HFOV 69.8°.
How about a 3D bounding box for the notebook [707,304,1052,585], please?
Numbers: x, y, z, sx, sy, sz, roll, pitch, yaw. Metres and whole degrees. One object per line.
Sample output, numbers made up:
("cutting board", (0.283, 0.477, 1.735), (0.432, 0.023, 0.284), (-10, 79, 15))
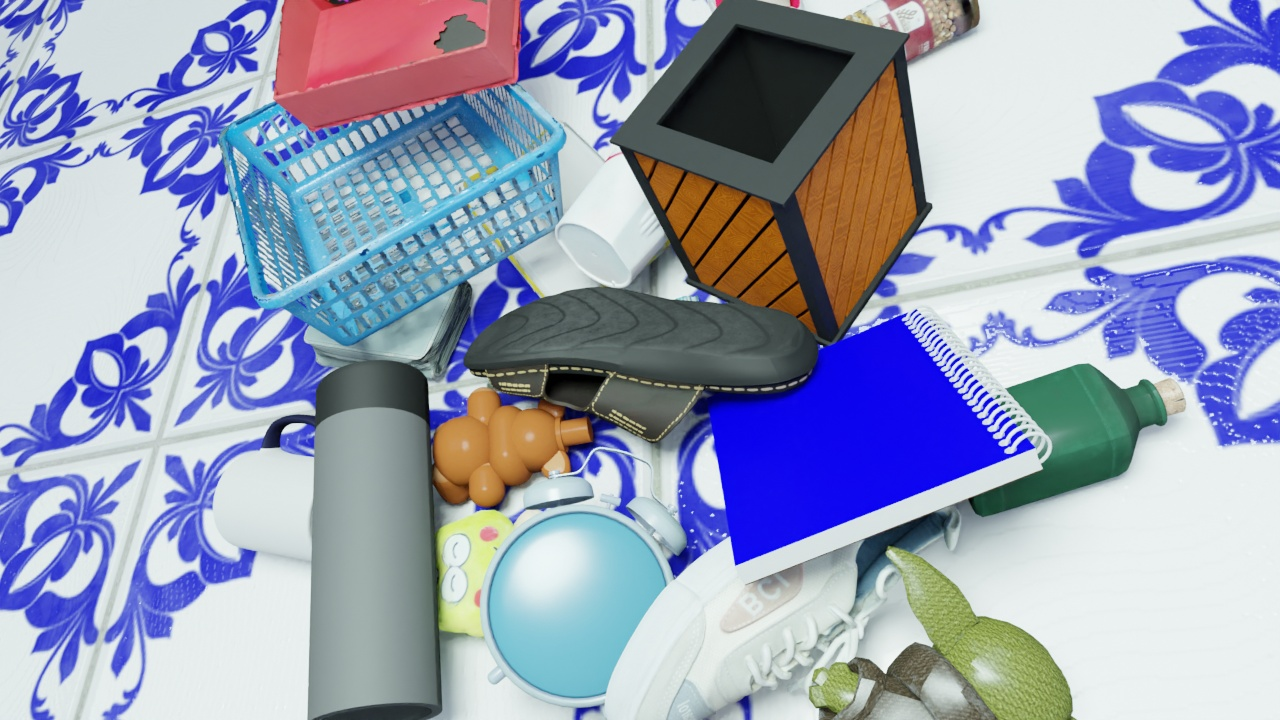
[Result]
("notebook", (0.129, 0.039, 0.563), (0.172, 0.022, 0.208), (-24, 20, 10))

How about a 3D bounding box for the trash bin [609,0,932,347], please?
("trash bin", (0.101, -0.130, 0.650), (0.140, 0.172, 0.139), (28, 75, 33))

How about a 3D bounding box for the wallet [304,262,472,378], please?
("wallet", (-0.218, -0.036, 0.804), (0.132, 0.054, 0.100), (6, 63, 24))

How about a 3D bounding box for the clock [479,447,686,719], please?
("clock", (-0.033, 0.137, 0.591), (0.122, 0.075, 0.161), (16, 76, 2))

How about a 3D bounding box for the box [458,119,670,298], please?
("box", (-0.071, -0.131, 0.812), (0.129, 0.036, 0.209), (-37, 53, -6))

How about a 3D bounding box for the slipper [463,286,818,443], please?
("slipper", (-0.004, 0.004, 0.671), (0.268, 0.076, 0.112), (3, 36, 22))

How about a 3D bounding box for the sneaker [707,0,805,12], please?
("sneaker", (0.096, -0.343, 0.820), (0.090, 0.104, 0.236), (-15, 56, 14))

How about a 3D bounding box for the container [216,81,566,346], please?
("container", (-0.221, -0.166, 0.812), (0.257, 0.089, 0.362), (-31, 42, -6))

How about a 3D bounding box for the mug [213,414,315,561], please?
("mug", (-0.268, 0.098, 0.720), (0.097, 0.078, 0.112), (4, 90, 25))

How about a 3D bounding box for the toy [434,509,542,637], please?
("toy", (-0.094, 0.147, 0.649), (0.115, 0.046, 0.092), (-10, 60, 8))

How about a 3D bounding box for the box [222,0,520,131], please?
("box", (-0.207, -0.287, 0.775), (0.215, 0.153, 0.164), (-8, 25, 16))

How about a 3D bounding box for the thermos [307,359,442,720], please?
("thermos", (-0.184, 0.122, 0.635), (0.082, 0.082, 0.240), (-17, 60, 13))

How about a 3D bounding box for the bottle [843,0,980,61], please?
("bottle", (0.218, -0.278, 0.759), (0.105, 0.056, 0.056), (-25, 55, 8))

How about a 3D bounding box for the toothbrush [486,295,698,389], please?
("toothbrush", (-0.039, -0.013, 0.739), (0.189, 0.016, 0.017), (-21, 45, 10))

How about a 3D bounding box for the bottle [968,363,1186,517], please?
("bottle", (0.255, 0.042, 0.550), (0.131, 0.061, 0.061), (-20, 53, 11))

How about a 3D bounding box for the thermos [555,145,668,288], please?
("thermos", (0.025, -0.160, 0.734), (0.099, 0.099, 0.220), (21, 64, 31))

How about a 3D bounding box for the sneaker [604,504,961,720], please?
("sneaker", (0.088, 0.146, 0.532), (0.241, 0.089, 0.091), (-39, 46, -15))

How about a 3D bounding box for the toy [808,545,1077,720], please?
("toy", (0.156, 0.203, 0.481), (0.152, 0.078, 0.179), (-43, 85, -7))

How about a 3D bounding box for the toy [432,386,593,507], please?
("toy", (-0.098, 0.065, 0.698), (0.128, 0.065, 0.094), (-10, 65, 8))
